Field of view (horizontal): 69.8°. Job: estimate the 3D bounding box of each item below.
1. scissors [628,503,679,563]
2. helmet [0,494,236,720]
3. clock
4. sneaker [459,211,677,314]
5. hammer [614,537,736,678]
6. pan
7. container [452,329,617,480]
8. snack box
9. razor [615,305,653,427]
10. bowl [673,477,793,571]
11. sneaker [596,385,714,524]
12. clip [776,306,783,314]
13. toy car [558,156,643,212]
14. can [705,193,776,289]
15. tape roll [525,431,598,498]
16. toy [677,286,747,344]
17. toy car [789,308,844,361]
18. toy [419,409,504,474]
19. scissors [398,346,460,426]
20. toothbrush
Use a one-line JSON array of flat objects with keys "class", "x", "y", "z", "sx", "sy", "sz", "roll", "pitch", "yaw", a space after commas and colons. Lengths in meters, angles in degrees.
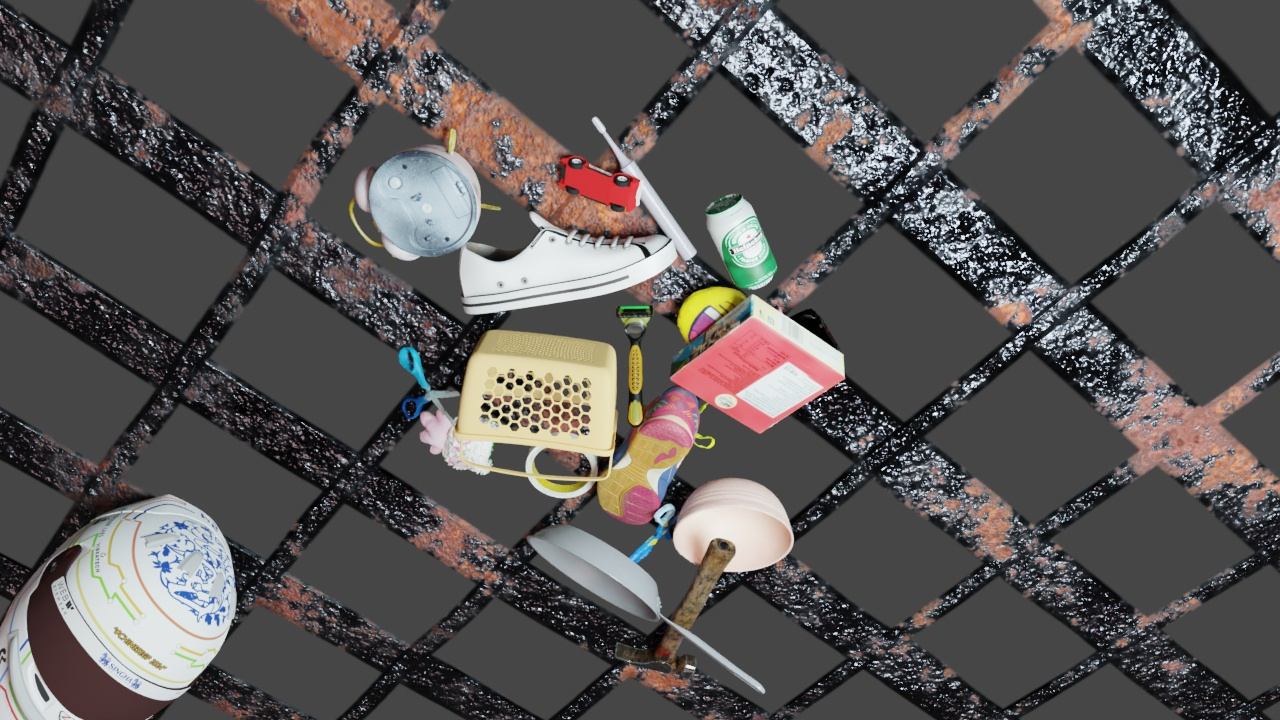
[{"class": "scissors", "x": 0.027, "y": 0.219, "z": 1.196, "sx": 0.013, "sy": 0.125, "sz": 0.130, "roll": 43, "pitch": 160, "yaw": 21}, {"class": "helmet", "x": -0.636, "y": 0.315, "z": 1.152, "sx": 0.236, "sy": 0.314, "sz": 0.231, "roll": -30, "pitch": 118, "yaw": 5}, {"class": "clock", "x": -0.245, "y": -0.170, "z": 0.998, "sx": 0.158, "sy": 0.058, "sz": 0.117, "roll": -22, "pitch": 115, "yaw": 15}, {"class": "sneaker", "x": -0.086, "y": -0.121, "z": 1.010, "sx": 0.246, "sy": 0.091, "sz": 0.097, "roll": -8, "pitch": 106, "yaw": 10}, {"class": "hammer", "x": 0.056, "y": 0.338, "z": 1.244, "sx": 0.120, "sy": 0.033, "sz": 0.331, "roll": 14, "pitch": 134, "yaw": -5}, {"class": "pan", "x": 0.009, "y": 0.310, "z": 1.173, "sx": 0.357, "sy": 0.050, "sz": 0.201, "roll": 26, "pitch": 158, "yaw": 17}, {"class": "container", "x": -0.119, "y": 0.062, "z": 1.083, "sx": 0.183, "sy": 0.129, "sz": 0.167, "roll": 6, "pitch": 111, "yaw": -1}, {"class": "snack box", "x": 0.132, "y": 0.009, "z": 1.052, "sx": 0.142, "sy": 0.040, "sz": 0.145, "roll": 31, "pitch": 134, "yaw": -23}, {"class": "razor", "x": -0.006, "y": 0.006, "z": 1.064, "sx": 0.044, "sy": 0.021, "sz": 0.144, "roll": -1, "pitch": 76, "yaw": 3}, {"class": "bowl", "x": 0.118, "y": 0.200, "z": 1.174, "sx": 0.153, "sy": 0.076, "sz": 0.153, "roll": 2, "pitch": 137, "yaw": 2}, {"class": "sneaker", "x": 0.019, "y": 0.122, "z": 1.150, "sx": 0.116, "sy": 0.090, "sz": 0.243, "roll": 23, "pitch": 138, "yaw": -4}, {"class": "clip", "x": 0.168, "y": -0.036, "z": 1.077, "sx": 0.045, "sy": 0.023, "sz": 0.060, "roll": 6, "pitch": 121, "yaw": -6}, {"class": "toy car", "x": -0.044, "y": -0.191, "z": 0.987, "sx": 0.089, "sy": 0.025, "sz": 0.038, "roll": 23, "pitch": 134, "yaw": 13}, {"class": "can", "x": 0.111, "y": -0.128, "z": 1.007, "sx": 0.053, "sy": 0.053, "sz": 0.101, "roll": -22, "pitch": 117, "yaw": 14}, {"class": "tape roll", "x": -0.101, "y": 0.136, "z": 1.189, "sx": 0.094, "sy": 0.019, "sz": 0.094, "roll": 1, "pitch": 119, "yaw": 2}, {"class": "toy", "x": 0.089, "y": -0.045, "z": 1.064, "sx": 0.094, "sy": 0.041, "sz": 0.095, "roll": -32, "pitch": 119, "yaw": 24}, {"class": "toy car", "x": 0.202, "y": -0.025, "z": 1.071, "sx": 0.042, "sy": 0.036, "sz": 0.092, "roll": -26, "pitch": 120, "yaw": 19}, {"class": "toy", "x": -0.233, "y": 0.101, "z": 1.166, "sx": 0.109, "sy": 0.041, "sz": 0.096, "roll": 19, "pitch": 120, "yaw": -1}, {"class": "scissors", "x": -0.259, "y": 0.047, "z": 1.117, "sx": 0.129, "sy": 0.014, "sz": 0.119, "roll": 44, "pitch": 130, "yaw": 20}, {"class": "toothbrush", "x": 0.003, "y": -0.187, "z": 0.999, "sx": 0.018, "sy": 0.019, "sz": 0.188, "roll": -35, "pitch": 113, "yaw": 6}]
